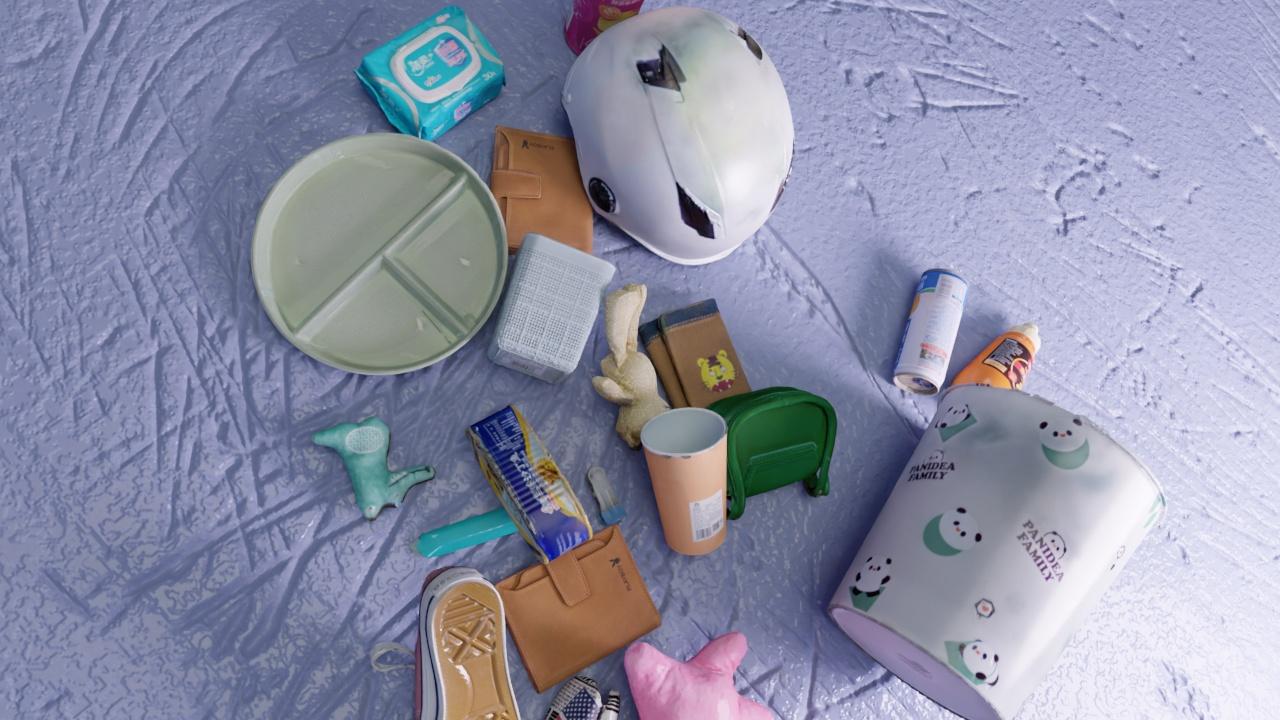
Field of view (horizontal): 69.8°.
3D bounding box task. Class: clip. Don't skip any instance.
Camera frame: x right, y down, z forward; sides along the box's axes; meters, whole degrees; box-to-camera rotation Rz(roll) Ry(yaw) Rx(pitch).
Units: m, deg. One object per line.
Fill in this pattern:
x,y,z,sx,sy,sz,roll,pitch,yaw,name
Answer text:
-0.036,0.129,0.877,0.026,0.038,0.058,-21,85,-19,clip

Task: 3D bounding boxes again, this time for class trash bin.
0.323,0.188,0.872,0.229,0.230,0.251,40,75,-4,trash bin

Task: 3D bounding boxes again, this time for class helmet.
0.060,-0.229,0.903,0.228,0.146,0.258,-26,98,-23,helmet

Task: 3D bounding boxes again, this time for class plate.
-0.238,-0.098,0.849,0.230,0.027,0.230,1,80,-8,plate

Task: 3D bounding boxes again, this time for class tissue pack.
-0.206,-0.281,0.909,0.133,0.050,0.093,-42,92,-21,tissue pack

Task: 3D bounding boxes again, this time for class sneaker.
-0.156,0.279,0.766,0.118,0.088,0.241,-7,102,-30,sneaker

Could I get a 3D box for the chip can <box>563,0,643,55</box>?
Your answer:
-0.021,-0.381,0.904,0.071,0.211,0.071,4,75,-15,chip can

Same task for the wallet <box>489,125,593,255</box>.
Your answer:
-0.105,-0.167,0.924,0.119,0.035,0.130,6,74,-22,wallet

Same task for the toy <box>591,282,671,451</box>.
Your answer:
-0.005,0.005,0.871,0.066,0.105,0.157,-4,100,19,toy

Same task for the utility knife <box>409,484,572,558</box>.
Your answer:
-0.134,0.149,0.844,0.157,0.013,0.029,-16,79,-17,utility knife

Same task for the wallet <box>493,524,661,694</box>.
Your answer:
-0.058,0.224,0.840,0.131,0.031,0.108,-23,86,-22,wallet

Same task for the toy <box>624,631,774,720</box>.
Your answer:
0.052,0.341,0.822,0.178,0.075,0.194,7,86,-30,toy

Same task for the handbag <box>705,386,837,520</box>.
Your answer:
0.127,0.088,0.900,0.131,0.068,0.120,-13,100,-24,handbag

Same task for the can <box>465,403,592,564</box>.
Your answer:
-0.102,0.109,0.821,0.049,0.075,0.148,-28,65,-19,can

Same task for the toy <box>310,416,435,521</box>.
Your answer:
-0.235,0.094,0.819,0.096,0.030,0.092,-15,86,-27,toy

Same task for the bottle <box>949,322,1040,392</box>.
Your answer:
0.404,0.007,1.022,0.067,0.067,0.149,47,62,-1,bottle

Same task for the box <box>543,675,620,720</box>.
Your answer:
-0.075,0.351,0.785,0.082,0.075,0.163,25,72,3,box

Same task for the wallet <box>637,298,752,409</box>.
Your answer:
0.057,0.002,0.930,0.090,0.033,0.115,-21,87,-22,wallet

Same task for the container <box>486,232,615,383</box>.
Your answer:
-0.089,-0.045,0.866,0.090,0.090,0.111,20,74,-11,container

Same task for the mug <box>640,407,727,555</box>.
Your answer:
0.046,0.115,0.850,0.078,0.078,0.123,-20,120,-21,mug

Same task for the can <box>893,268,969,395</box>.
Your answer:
0.318,-0.031,1.005,0.053,0.053,0.134,25,71,-10,can
